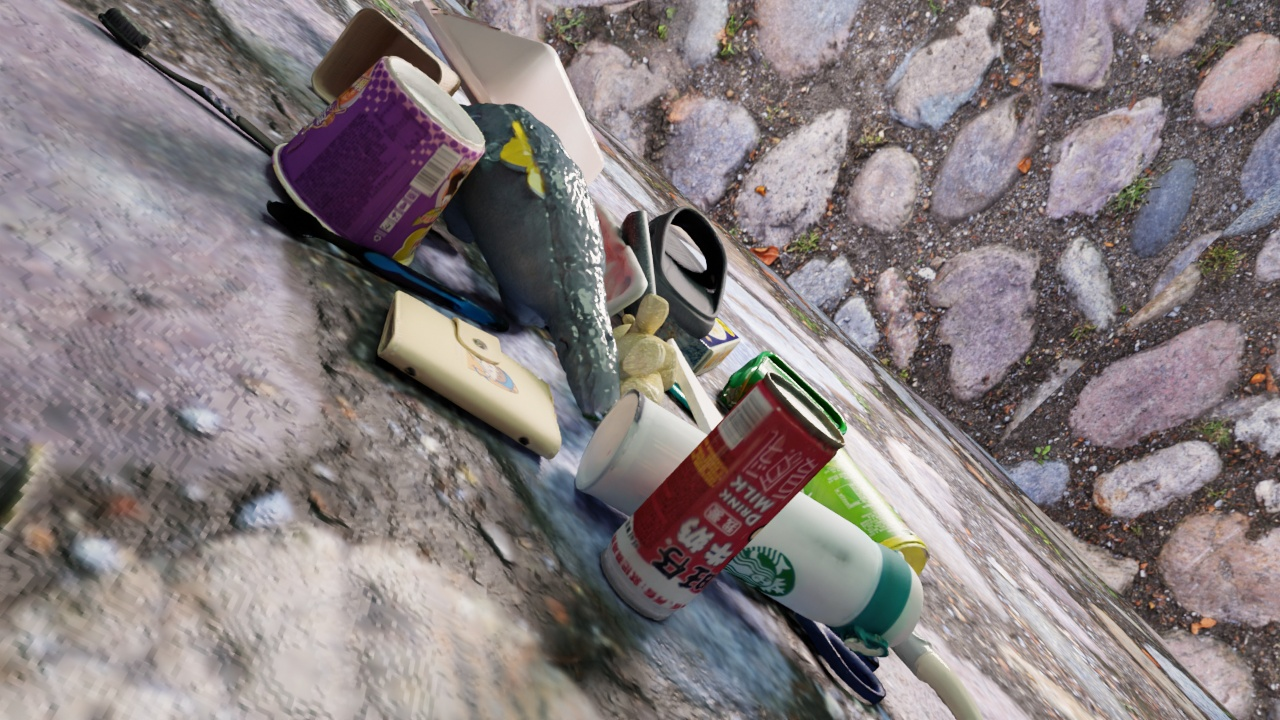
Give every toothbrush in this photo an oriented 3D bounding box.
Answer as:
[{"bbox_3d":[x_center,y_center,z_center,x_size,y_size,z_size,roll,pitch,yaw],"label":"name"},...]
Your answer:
[{"bbox_3d":[-0.263,-0.160,0.596,0.189,0.017,0.014,39,20,-18],"label":"toothbrush"},{"bbox_3d":[-0.153,-0.056,0.584,0.016,0.014,0.189,20,-6,44],"label":"toothbrush"}]

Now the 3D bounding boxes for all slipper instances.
[{"bbox_3d":[0.054,-0.105,0.969,0.110,0.083,0.267,39,17,-14],"label":"slipper"}]

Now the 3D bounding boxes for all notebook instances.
[{"bbox_3d":[0.075,0.077,0.697,0.150,0.012,0.209,54,5,-21],"label":"notebook"}]

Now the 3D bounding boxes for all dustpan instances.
[{"bbox_3d":[-0.158,-0.243,0.983,0.274,0.138,0.223,21,-26,37],"label":"dustpan"}]

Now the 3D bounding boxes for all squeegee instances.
[{"bbox_3d":[0.189,0.212,0.607,0.246,0.039,0.246,35,17,-35],"label":"squeegee"}]

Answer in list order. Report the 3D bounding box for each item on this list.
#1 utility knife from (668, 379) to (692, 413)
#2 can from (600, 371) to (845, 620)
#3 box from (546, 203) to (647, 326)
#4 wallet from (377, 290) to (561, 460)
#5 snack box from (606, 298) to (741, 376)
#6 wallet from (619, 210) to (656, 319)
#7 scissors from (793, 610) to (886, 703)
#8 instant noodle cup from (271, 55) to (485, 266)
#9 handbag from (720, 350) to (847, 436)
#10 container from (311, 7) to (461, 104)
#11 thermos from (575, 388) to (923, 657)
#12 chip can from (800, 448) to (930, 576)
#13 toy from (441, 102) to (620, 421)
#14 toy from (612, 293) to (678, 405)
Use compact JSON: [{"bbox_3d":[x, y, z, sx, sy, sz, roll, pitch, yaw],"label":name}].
[{"bbox_3d":[0.053,0.044,0.842,0.161,0.013,0.029,44,16,10],"label":"utility knife"},{"bbox_3d":[0.040,0.071,0.470,0.053,0.133,0.053,39,14,-12],"label":"can"},{"bbox_3d":[-0.050,-0.092,0.807,0.091,0.095,0.201,2,28,-15],"label":"box"},{"bbox_3d":[-0.097,0.004,0.533,0.115,0.024,0.087,34,15,-25],"label":"wallet"},{"bbox_3d":[0.019,-0.063,1.011,0.182,0.046,0.177,43,14,8],"label":"snack box"},{"bbox_3d":[-0.006,-0.078,0.853,0.121,0.019,0.097,150,-66,-79],"label":"wallet"},{"bbox_3d":[0.103,0.159,0.624,0.173,0.012,0.128,51,15,25],"label":"scissors"},{"bbox_3d":[-0.163,-0.134,0.596,0.111,0.099,0.111,42,14,-14],"label":"instant noodle cup"},{"bbox_3d":[0.147,0.056,0.973,0.131,0.068,0.120,45,21,8],"label":"handbag"},{"bbox_3d":[-0.226,-0.255,0.841,0.090,0.090,0.110,40,10,-7],"label":"container"},{"bbox_3d":[0.071,0.104,0.552,0.224,0.073,0.073,32,16,-14],"label":"thermos"},{"bbox_3d":[0.162,0.110,0.815,0.072,0.073,0.221,30,18,-40],"label":"chip can"},{"bbox_3d":[-0.097,-0.108,0.669,0.091,0.138,0.356,-5,45,-42],"label":"toy"},{"bbox_3d":[-0.004,0.004,0.683,0.066,0.105,0.157,-4,8,-4],"label":"toy"}]
